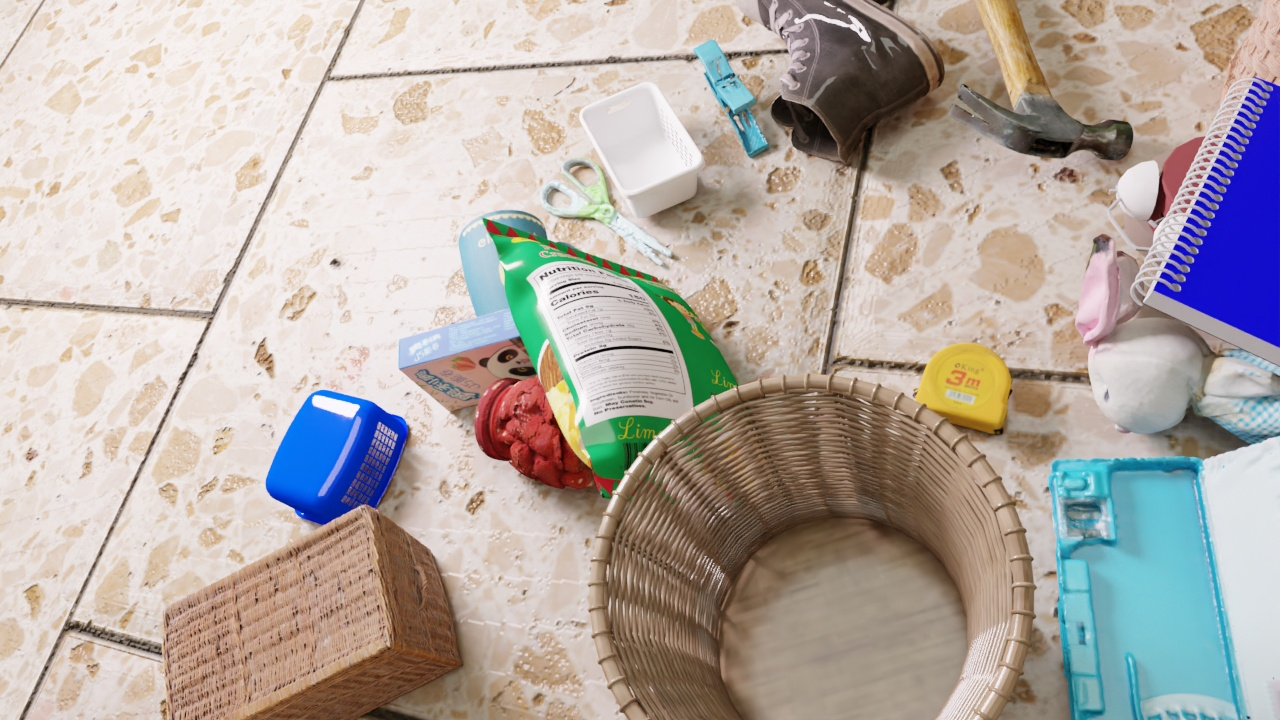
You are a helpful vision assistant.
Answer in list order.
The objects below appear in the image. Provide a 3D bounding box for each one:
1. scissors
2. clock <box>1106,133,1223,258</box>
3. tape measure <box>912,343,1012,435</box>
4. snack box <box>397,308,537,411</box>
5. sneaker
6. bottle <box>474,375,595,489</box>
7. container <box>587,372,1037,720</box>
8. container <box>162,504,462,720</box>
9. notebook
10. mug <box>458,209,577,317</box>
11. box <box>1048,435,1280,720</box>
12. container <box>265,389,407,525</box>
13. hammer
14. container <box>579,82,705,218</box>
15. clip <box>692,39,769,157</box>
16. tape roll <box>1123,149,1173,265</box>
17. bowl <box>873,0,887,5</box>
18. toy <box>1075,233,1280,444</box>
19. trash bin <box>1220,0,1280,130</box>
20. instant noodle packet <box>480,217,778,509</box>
[{"bbox_3d":[-0.027,-0.140,0.866,0.072,0.033,0.175,-45,62,-9],"label":"scissors"},{"bbox_3d":[0.384,-0.106,0.624,0.124,0.044,0.087,-17,57,1],"label":"clock"},{"bbox_3d":[0.237,0.018,0.670,0.068,0.030,0.058,15,70,25],"label":"tape measure"},{"bbox_3d":[-0.119,-0.005,0.785,0.154,0.088,0.033,-15,59,14],"label":"snack box"},{"bbox_3d":[0.143,-0.275,0.831,0.120,0.095,0.235,-42,64,-4],"label":"sneaker"},{"bbox_3d":[-0.066,0.050,0.740,0.111,0.099,0.098,9,66,36],"label":"bottle"},{"bbox_3d":[0.108,0.151,0.550,0.227,0.196,0.226,-9,61,16],"label":"container"},{"bbox_3d":[-0.248,0.214,0.703,0.198,0.113,0.113,-27,57,6],"label":"container"},{"bbox_3d":[0.419,-0.077,0.559,0.172,0.022,0.208,30,65,17],"label":"notebook"},{"bbox_3d":[-0.100,-0.070,0.825,0.112,0.085,0.104,-7,63,-15],"label":"mug"},{"bbox_3d":[0.337,0.160,0.533,0.181,0.074,0.226,-17,56,39],"label":"box"},{"bbox_3d":[-0.272,0.085,0.814,0.096,0.058,0.114,11,68,25],"label":"container"},{"bbox_3d":[0.310,-0.299,0.795,0.132,0.033,0.329,2,56,-5],"label":"hammer"},{"bbox_3d":[0.003,-0.192,0.854,0.080,0.049,0.129,-24,57,-4],"label":"container"},{"bbox_3d":[0.077,-0.258,0.844,0.028,0.113,0.126,-24,44,4],"label":"clip"},{"bbox_3d":[0.409,-0.112,0.673,0.094,0.030,0.093,-9,61,16],"label":"tape roll"},{"bbox_3d":[0.201,-0.399,0.890,0.121,0.056,0.121,-9,61,16],"label":"bowl"},{"bbox_3d":[0.365,0.016,0.602,0.205,0.130,0.106,42,114,25],"label":"toy"},{"bbox_3d":[0.486,-0.235,0.602,0.151,0.210,0.151,-9,60,17],"label":"trash bin"},{"bbox_3d":[-0.004,0.004,0.685,0.090,0.195,0.252,-46,52,27],"label":"instant noodle packet"}]
